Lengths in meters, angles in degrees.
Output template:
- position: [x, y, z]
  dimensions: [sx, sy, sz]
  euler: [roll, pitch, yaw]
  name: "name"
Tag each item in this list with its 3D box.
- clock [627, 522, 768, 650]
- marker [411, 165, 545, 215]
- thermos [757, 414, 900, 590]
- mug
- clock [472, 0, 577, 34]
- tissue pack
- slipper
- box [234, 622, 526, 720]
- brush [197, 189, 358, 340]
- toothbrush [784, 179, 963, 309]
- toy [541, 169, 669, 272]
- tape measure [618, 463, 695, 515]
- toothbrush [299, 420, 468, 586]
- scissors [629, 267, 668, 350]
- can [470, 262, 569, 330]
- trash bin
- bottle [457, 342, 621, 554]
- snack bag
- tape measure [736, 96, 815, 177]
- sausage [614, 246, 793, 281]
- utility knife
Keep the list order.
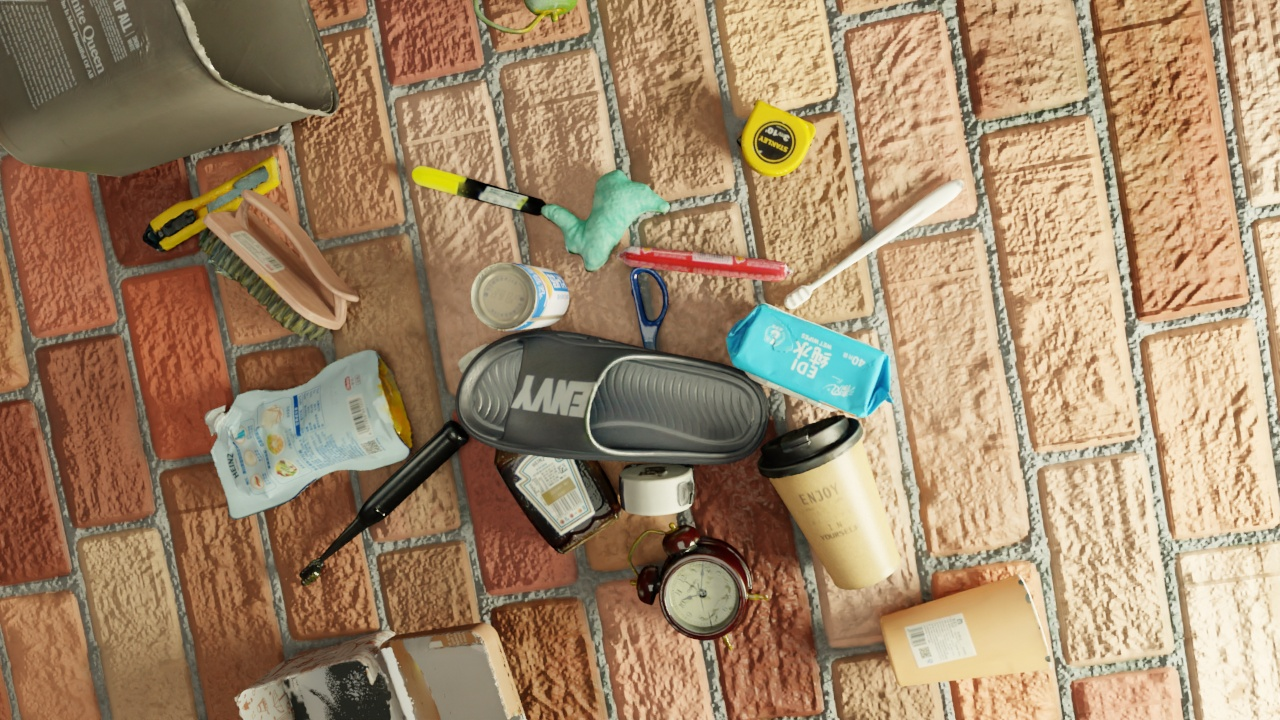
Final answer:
- position: [0.045, 0.193, 0.802]
  dimensions: [0.122, 0.055, 0.082]
  euler: [35, 97, 5]
  name: "clock"
- position: [-0.144, -0.152, 0.823]
  dimensions: [0.124, 0.015, 0.018]
  euler: [15, 96, 3]
  name: "marker"
- position: [0.161, 0.116, 0.770]
  dimensions: [0.093, 0.093, 0.143]
  euler: [-25, 98, 8]
  name: "thermos"
- position: [0.269, 0.232, 0.771]
  dimensions: [0.123, 0.078, 0.078]
  euler: [-17, 92, 12]
  name: "mug"
- position: [-0.094, -0.360, 0.782]
  dimensions: [0.116, 0.056, 0.161]
  euler: [23, 96, 5]
  name: "clock"
- position: [0.139, 0.001, 0.761]
  dimensions: [0.140, 0.090, 0.063]
  euler: [23, 96, 5]
  name: "tissue pack"
- position: [-0.021, 0.029, 0.763]
  dimensions: [0.268, 0.083, 0.110]
  euler: [6, 81, -2]
  name: "slipper"
- position: [-0.211, 0.335, 0.816]
  dimensions: [0.272, 0.106, 0.178]
  euler: [-18, 92, 19]
  name: "box"
- position: [-0.320, -0.083, 0.823]
  dimensions: [0.145, 0.063, 0.073]
  euler: [44, 108, 2]
  name: "brush"
- position: [0.199, -0.099, 0.784]
  dimensions: [0.180, 0.016, 0.016]
  euler: [-35, 91, 8]
  name: "toothbrush"
- position: [-0.036, -0.125, 0.804]
  dimensions: [0.096, 0.030, 0.092]
  euler: [33, 95, 6]
  name: "toy"
- position: [0.014, 0.110, 0.795]
  dimensions: [0.066, 0.066, 0.033]
  euler: [-3, 97, 7]
  name: "tape measure"
- position: [-0.241, 0.135, 0.847]
  dimensions: [0.213, 0.027, 0.026]
  euler: [-43, 126, 7]
  name: "toothbrush"
- position: [-0.003, 0.000, 0.817]
  dimensions: [0.162, 0.012, 0.176]
  euler: [0, 95, 5]
  name: "scissors"
- position: [-0.096, -0.053, 0.763]
  dimensions: [0.053, 0.134, 0.053]
  euler: [0, 94, 7]
  name: "can"
- position: [-0.413, -0.268, 0.764]
  dimensions: [0.220, 0.198, 0.199]
  euler: [-18, 92, 13]
  name: "trash bin"
- position: [-0.096, 0.074, 0.817]
  dimensions: [0.080, 0.044, 0.195]
  euler: [-34, 88, 0]
  name: "bottle"
- position: [-0.310, 0.068, 0.846]
  dimensions: [0.191, 0.038, 0.110]
  euler: [-19, 97, 9]
  name: "snack bag"
- position: [0.114, -0.186, 0.782]
  dimensions: [0.060, 0.029, 0.057]
  euler: [25, 95, 4]
  name: "tape measure"
- position: [0.055, -0.084, 0.797]
  dimensions: [0.156, 0.020, 0.020]
  euler: [6, 94, 2]
  name: "sausage"
- position: [-0.399, -0.145, 0.852]
  dimensions: [0.154, 0.015, 0.033]
  euler: [-28, 93, 8]
  name: "utility knife"
